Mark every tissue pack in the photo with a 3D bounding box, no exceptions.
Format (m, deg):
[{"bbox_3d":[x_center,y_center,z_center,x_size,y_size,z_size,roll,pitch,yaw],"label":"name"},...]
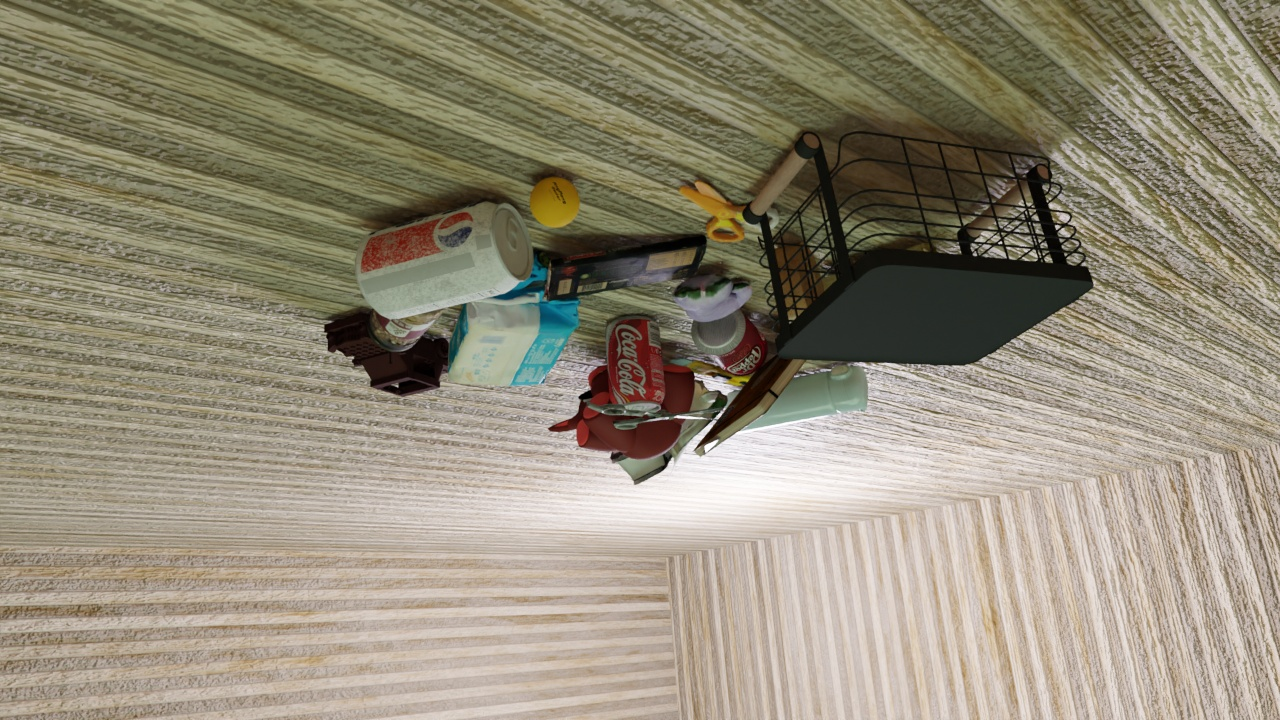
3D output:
[{"bbox_3d":[-0.139,-0.028,0.983,0.117,0.066,0.210,2,160,-18],"label":"tissue pack"}]

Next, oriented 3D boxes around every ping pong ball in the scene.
[{"bbox_3d":[-0.069,-0.127,0.735,0.040,0.040,0.040,-4,162,-2],"label":"ping pong ball"}]

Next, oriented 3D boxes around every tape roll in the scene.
[{"bbox_3d":[0.155,-0.067,0.891,0.027,0.094,0.094,-13,161,24],"label":"tape roll"}]

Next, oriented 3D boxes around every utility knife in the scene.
[{"bbox_3d":[0.098,0.015,1.262,0.031,0.017,0.175,-29,149,33],"label":"utility knife"}]

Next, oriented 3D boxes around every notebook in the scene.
[{"bbox_3d":[0.145,0.043,1.158,0.014,0.178,0.250,41,156,1],"label":"notebook"}]

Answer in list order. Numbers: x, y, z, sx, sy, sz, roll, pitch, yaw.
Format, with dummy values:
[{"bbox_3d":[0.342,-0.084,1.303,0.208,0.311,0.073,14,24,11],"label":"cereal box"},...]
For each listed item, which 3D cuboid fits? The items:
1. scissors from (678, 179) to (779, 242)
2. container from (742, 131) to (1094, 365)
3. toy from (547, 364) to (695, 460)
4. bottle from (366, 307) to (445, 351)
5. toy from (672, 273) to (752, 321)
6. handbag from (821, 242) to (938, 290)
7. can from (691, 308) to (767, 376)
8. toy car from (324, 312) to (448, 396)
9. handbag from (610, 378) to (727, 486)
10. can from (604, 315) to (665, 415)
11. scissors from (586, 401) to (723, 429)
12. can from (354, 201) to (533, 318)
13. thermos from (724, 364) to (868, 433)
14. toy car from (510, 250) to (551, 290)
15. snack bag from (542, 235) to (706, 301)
[{"bbox_3d":[0.078,-0.133,0.798,0.074,0.012,0.131,-14,161,23],"label":"scissors"},{"bbox_3d":[0.224,-0.090,0.758,0.241,0.130,0.163,2,155,-20],"label":"container"},{"bbox_3d":[-0.024,0.063,1.200,0.158,0.120,0.197,-27,-167,-21],"label":"toy"},{"bbox_3d":[-0.230,-0.051,0.904,0.056,0.056,0.105,6,159,-29],"label":"bottle"},{"bbox_3d":[0.077,-0.069,0.962,0.080,0.036,0.099,-18,165,8],"label":"toy"},{"bbox_3d":[0.260,-0.064,0.948,0.119,0.081,0.111,-18,170,30],"label":"handbag"},{"bbox_3d":[0.105,-0.023,1.060,0.063,0.063,0.114,-11,161,20],"label":"can"},{"bbox_3d":[-0.274,-0.001,1.036,0.070,0.061,0.169,-13,160,25],"label":"toy car"},{"bbox_3d":[0.059,0.093,1.263,0.176,0.150,0.074,-28,110,43],"label":"handbag"},{"bbox_3d":[-0.006,0.006,1.056,0.064,0.104,0.064,-4,162,-2],"label":"can"},{"bbox_3d":[0.012,0.060,1.030,0.142,0.014,0.171,-17,157,41],"label":"scissors"},{"bbox_3d":[-0.167,-0.085,0.779,0.136,0.078,0.078,-11,161,20],"label":"can"},{"bbox_3d":[0.229,0.056,1.335,0.207,0.065,0.078,-14,124,27],"label":"thermos"},{"bbox_3d":[-0.130,-0.086,0.860,0.105,0.032,0.048,11,157,-36],"label":"toy car"},{"bbox_3d":[-0.015,-0.087,0.874,0.155,0.018,0.075,-11,163,-13],"label":"snack bag"}]
